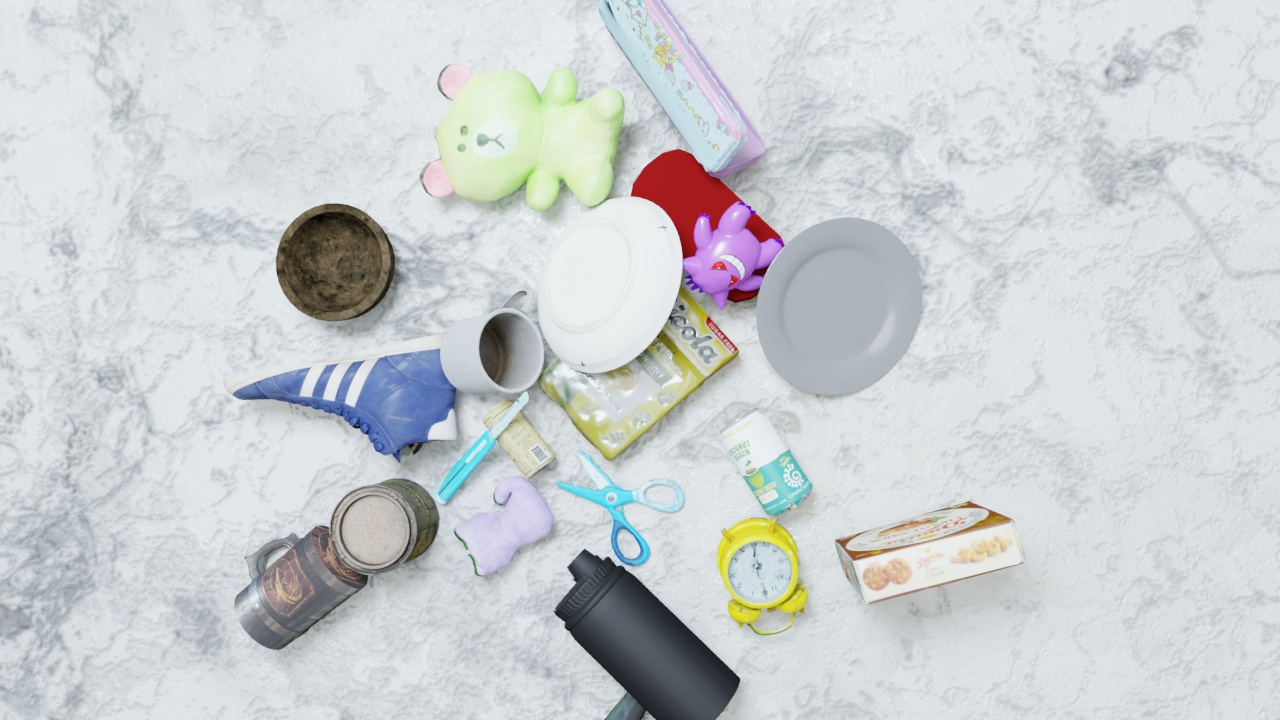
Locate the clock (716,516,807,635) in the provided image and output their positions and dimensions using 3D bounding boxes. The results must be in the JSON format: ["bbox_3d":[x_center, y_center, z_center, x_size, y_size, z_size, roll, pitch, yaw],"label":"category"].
[{"bbox_3d":[0.121,0.216,0.917,0.083,0.057,0.119,-14,95,4],"label":"clock"}]

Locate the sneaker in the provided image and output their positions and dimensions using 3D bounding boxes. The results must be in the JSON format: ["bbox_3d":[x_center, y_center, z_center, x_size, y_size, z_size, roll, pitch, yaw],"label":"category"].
[{"bbox_3d":[-0.298,0.055,0.946,0.233,0.091,0.118,-12,89,-4],"label":"sneaker"}]

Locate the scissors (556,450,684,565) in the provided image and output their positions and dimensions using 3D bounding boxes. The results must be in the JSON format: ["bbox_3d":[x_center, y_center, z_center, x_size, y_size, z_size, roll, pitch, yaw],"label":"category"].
[{"bbox_3d":[-0.029,0.156,0.954,0.140,0.013,0.118,15,90,3],"label":"scissors"}]

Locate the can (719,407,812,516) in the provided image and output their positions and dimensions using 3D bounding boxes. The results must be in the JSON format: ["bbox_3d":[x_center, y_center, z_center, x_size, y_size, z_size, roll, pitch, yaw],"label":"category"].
[{"bbox_3d":[0.125,0.102,0.921,0.055,0.055,0.101,-33,86,3],"label":"can"}]

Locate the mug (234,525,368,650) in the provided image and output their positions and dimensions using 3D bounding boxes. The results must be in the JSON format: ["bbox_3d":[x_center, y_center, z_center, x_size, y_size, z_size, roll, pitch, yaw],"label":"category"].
[{"bbox_3d":[-0.358,0.222,0.954,0.107,0.080,0.115,-39,57,3],"label":"mug"}]

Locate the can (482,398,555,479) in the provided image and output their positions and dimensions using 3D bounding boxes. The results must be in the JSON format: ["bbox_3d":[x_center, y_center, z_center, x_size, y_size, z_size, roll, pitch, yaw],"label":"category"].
[{"bbox_3d":[-0.126,0.081,0.951,0.038,0.038,0.079,-39,85,2],"label":"can"}]

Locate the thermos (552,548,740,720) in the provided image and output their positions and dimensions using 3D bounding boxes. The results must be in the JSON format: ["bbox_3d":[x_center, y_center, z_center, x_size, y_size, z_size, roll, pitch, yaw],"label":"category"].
[{"bbox_3d":[-0.003,0.276,0.910,0.198,0.086,0.086,43,92,5],"label":"thermos"}]

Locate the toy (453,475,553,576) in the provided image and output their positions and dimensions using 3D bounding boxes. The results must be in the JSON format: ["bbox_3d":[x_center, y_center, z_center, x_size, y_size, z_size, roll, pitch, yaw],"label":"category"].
[{"bbox_3d":[-0.143,0.169,0.952,0.099,0.036,0.080,-31,76,-2],"label":"toy"}]

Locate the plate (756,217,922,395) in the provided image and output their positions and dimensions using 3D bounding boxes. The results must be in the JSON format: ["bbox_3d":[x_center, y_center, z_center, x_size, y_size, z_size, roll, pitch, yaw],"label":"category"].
[{"bbox_3d":[0.197,-0.053,0.913,0.178,0.012,0.178,-4,105,-14],"label":"plate"}]

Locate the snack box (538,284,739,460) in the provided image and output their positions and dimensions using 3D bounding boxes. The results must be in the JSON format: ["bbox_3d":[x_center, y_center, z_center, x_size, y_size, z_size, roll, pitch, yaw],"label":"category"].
[{"bbox_3d":[-0.005,0.005,0.940,0.181,0.045,0.121,-41,85,2],"label":"snack box"}]

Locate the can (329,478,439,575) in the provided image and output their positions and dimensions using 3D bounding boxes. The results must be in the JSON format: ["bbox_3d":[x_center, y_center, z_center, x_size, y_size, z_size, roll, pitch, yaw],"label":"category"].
[{"bbox_3d":[-0.262,0.169,0.941,0.090,0.074,0.090,0,88,5],"label":"can"}]

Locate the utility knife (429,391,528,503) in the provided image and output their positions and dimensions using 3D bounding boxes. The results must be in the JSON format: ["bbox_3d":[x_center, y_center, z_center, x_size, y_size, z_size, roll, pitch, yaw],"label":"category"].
[{"bbox_3d":[-0.164,0.088,0.939,0.022,0.015,0.167,47,112,15],"label":"utility knife"}]

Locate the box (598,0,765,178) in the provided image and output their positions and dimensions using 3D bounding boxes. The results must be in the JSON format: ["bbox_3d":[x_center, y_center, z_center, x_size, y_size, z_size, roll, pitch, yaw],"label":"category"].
[{"bbox_3d":[0.051,-0.292,0.902,0.090,0.091,0.214,-29,81,-31],"label":"box"}]

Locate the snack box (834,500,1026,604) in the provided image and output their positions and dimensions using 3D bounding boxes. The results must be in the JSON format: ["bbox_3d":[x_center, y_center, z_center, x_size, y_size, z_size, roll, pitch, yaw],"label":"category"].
[{"bbox_3d":[0.264,0.177,0.860,0.143,0.147,0.041,-17,86,4],"label":"snack box"}]

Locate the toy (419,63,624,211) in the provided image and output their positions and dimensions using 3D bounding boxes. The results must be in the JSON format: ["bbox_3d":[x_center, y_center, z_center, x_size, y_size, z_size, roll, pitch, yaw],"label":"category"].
[{"bbox_3d":[-0.114,-0.226,0.935,0.197,0.107,0.150,14,105,14],"label":"toy"}]

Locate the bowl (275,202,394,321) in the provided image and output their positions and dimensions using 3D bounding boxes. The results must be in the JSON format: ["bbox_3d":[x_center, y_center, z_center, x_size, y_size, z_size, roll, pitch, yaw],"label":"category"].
[{"bbox_3d":[-0.312,-0.099,0.964,0.121,0.056,0.121,0,88,5],"label":"bowl"}]

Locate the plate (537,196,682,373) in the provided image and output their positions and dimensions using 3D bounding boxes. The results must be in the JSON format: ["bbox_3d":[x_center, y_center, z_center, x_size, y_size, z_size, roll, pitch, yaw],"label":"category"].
[{"bbox_3d":[-0.042,-0.080,0.901,0.183,0.034,0.182,-14,68,36],"label":"plate"}]

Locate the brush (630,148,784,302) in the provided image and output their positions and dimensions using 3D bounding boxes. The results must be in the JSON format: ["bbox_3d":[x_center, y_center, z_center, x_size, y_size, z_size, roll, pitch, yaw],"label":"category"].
[{"bbox_3d":[0.069,-0.136,0.940,0.173,0.042,0.082,44,92,5],"label":"brush"}]

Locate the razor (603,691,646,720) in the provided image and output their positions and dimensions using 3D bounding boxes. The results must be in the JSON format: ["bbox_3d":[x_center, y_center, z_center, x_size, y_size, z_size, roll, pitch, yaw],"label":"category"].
[{"bbox_3d":[-0.047,0.394,0.932,0.067,0.054,0.151,33,85,22],"label":"razor"}]

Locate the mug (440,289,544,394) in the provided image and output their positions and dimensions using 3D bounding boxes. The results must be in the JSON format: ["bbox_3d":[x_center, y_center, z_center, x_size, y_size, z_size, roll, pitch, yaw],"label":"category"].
[{"bbox_3d":[-0.146,-0.020,0.929,0.071,0.084,0.113,-7,57,44],"label":"mug"}]

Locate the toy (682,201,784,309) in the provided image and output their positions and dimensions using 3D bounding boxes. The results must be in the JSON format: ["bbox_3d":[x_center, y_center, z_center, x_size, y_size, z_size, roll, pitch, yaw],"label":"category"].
[{"bbox_3d":[0.082,-0.101,0.887,0.106,0.056,0.088,42,86,-29],"label":"toy"}]
